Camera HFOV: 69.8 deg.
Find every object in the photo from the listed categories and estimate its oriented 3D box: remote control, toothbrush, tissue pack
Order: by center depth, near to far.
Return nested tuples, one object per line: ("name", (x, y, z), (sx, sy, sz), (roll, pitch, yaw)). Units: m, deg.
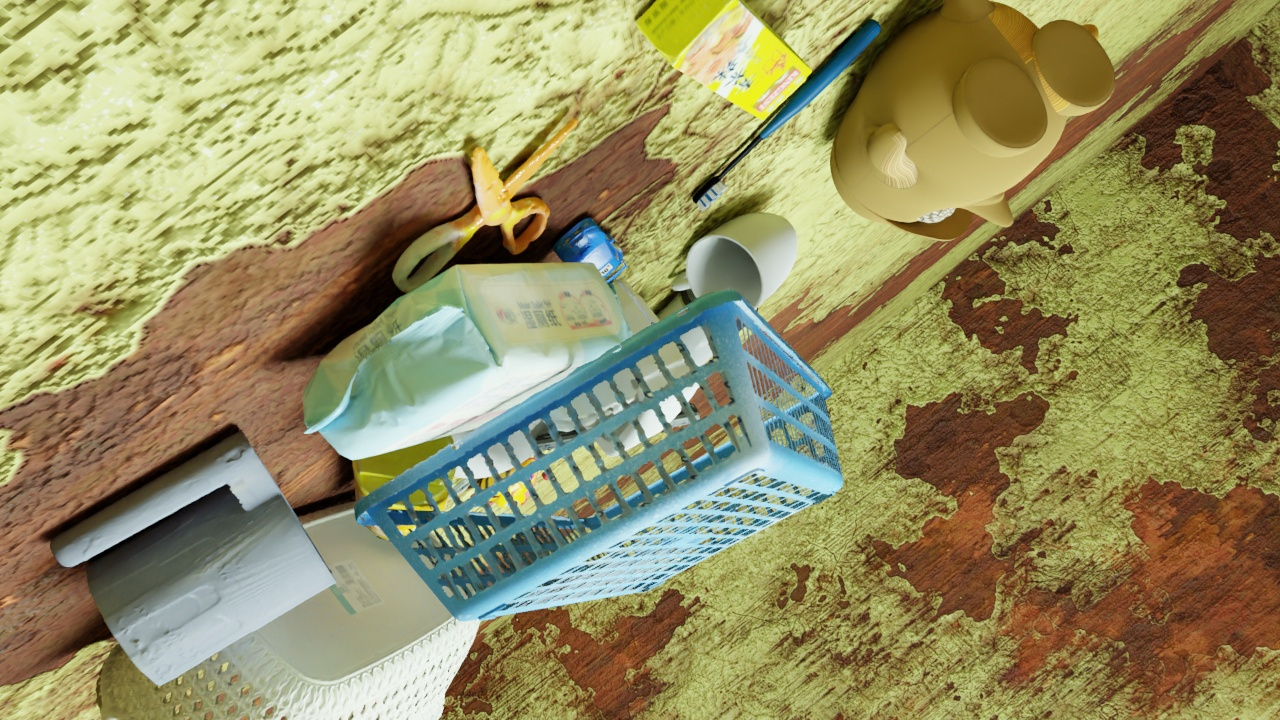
("tissue pack", (-0.090, -0.005, 0.506), (0.112, 0.070, 0.181), (-29, 172, 25))
("toothbrush", (0.097, -0.164, 0.623), (0.168, 0.014, 0.014), (-43, 179, 21))
("remote control", (-0.018, 0.057, 0.758), (0.136, 0.013, 0.033), (-12, 165, -3))

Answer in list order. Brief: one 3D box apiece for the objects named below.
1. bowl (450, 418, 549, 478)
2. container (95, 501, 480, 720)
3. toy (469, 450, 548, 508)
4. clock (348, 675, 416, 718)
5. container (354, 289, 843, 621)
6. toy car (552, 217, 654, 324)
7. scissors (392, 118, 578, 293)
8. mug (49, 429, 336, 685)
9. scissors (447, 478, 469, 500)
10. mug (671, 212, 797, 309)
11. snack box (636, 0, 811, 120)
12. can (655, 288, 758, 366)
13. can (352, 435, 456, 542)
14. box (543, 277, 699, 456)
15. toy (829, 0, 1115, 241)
("bowl", (-0.106, 0.059, 0.785), (0.149, 0.043, 0.150), (-36, 168, -9))
("container", (-0.232, 0.204, 0.655), (0.143, 0.184, 0.245), (-55, 164, 21))
("toy", (-0.135, 0.124, 0.941), (0.084, 0.046, 0.103), (-34, 165, 8))
("clock", (-0.244, 0.250, 0.874), (0.086, 0.131, 0.160), (-42, 167, 17))
("container", (0.014, 0.090, 0.642), (0.257, 0.089, 0.362), (-30, 161, 13))
("toy car", (-0.017, -0.051, 0.589), (0.033, 0.062, 0.092), (-40, 168, 6))
("scissors", (-0.078, -0.072, 0.456), (0.127, 0.011, 0.125), (-37, 169, -10))
("mug", (-0.242, 0.106, 0.506), (0.103, 0.084, 0.124), (-32, 143, -21))
("scissors", (-0.221, 0.158, 0.888), (0.141, 0.014, 0.174), (-34, 169, -32))
("mug", (0.078, -0.083, 0.773), (0.107, 0.071, 0.089), (-12, -161, 43))
("snack box", (0.048, -0.157, 0.465), (0.040, 0.029, 0.147), (-43, 167, 21))
("can", (0.047, -0.029, 0.853), (0.128, 0.064, 0.064), (-43, 167, 22))
("can", (-0.166, 0.083, 0.641), (0.067, 0.067, 0.105), (-32, 167, -26))
("box", (-0.041, 0.016, 0.663), (0.136, 0.108, 0.126), (-31, 166, -36))
("toy", (0.221, -0.164, 0.681), (0.198, 0.162, 0.204), (-31, 177, -21))
